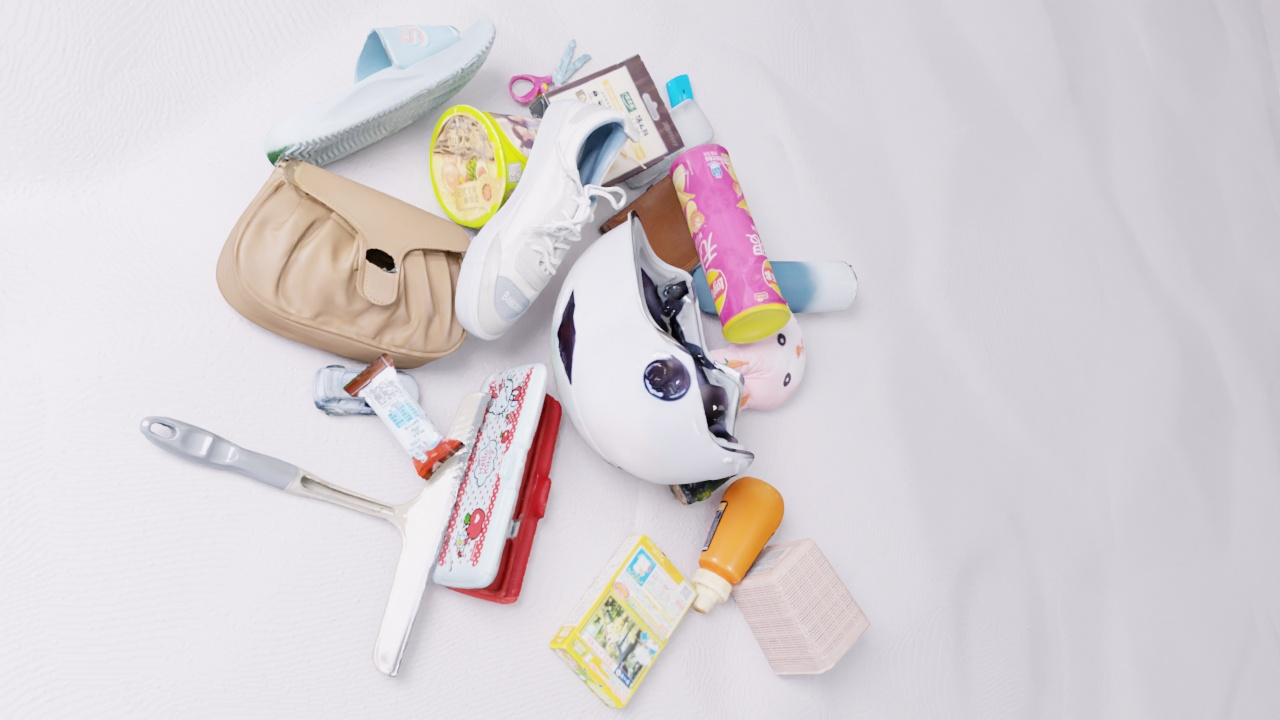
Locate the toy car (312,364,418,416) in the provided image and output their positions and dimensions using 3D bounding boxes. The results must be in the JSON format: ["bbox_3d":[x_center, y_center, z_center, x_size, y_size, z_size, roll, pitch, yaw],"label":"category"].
[{"bbox_3d":[-0.233,0.026,0.784,0.090,0.034,0.043,8,68,-35],"label":"toy car"}]

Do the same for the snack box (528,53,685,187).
[{"bbox_3d":[-0.035,-0.244,0.968,0.125,0.053,0.113,-32,100,-29],"label":"snack box"}]

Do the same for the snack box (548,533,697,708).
[{"bbox_3d":[-0.013,0.246,0.874,0.087,0.034,0.140,49,53,-13],"label":"snack box"}]

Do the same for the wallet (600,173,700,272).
[{"bbox_3d":[0.025,-0.141,1.017,0.101,0.032,0.124,52,54,-8],"label":"wallet"}]

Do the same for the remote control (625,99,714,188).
[{"bbox_3d":[0.025,-0.247,1.043,0.135,0.020,0.056,-38,100,-26],"label":"remote control"}]

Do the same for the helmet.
[{"bbox_3d":[-0.005,0.005,0.861,0.259,0.146,0.228,58,14,-23],"label":"helmet"}]

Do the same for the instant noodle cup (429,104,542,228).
[{"bbox_3d":[-0.121,-0.189,0.886,0.123,0.112,0.111,-16,86,-45],"label":"instant noodle cup"}]

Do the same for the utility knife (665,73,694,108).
[{"bbox_3d":[0.061,-0.263,1.085,0.034,0.018,0.159,-9,83,-37],"label":"utility knife"}]

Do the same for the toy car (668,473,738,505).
[{"bbox_3d":[0.068,0.116,0.967,0.090,0.035,0.042,-30,95,-38],"label":"toy car"}]

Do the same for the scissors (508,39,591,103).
[{"bbox_3d":[-0.084,-0.298,0.997,0.083,0.017,0.137,50,51,-11],"label":"scissors"}]

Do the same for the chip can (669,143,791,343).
[{"bbox_3d":[0.091,-0.126,0.968,0.071,0.072,0.210,1,60,-35],"label":"chip can"}]

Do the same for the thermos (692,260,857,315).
[{"bbox_3d":[0.157,-0.087,1.072,0.220,0.070,0.070,-4,78,-35],"label":"thermos"}]

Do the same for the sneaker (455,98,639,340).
[{"bbox_3d":[-0.074,-0.121,0.812,0.089,0.091,0.242,44,67,-56],"label":"sneaker"}]

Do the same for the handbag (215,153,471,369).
[{"bbox_3d":[-0.235,-0.078,0.770,0.204,0.100,0.147,19,68,-36],"label":"handbag"}]

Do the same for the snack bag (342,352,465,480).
[{"bbox_3d":[-0.192,0.047,0.750,0.048,0.026,0.104,-41,101,-7],"label":"snack bag"}]

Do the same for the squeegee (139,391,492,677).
[{"bbox_3d":[-0.271,0.097,0.732,0.246,0.039,0.246,25,68,-25],"label":"squeegee"}]

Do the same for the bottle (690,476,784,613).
[{"bbox_3d":[0.094,0.194,0.949,0.067,0.067,0.149,41,64,-18],"label":"bottle"}]

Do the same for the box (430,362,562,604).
[{"bbox_3d":[-0.112,0.106,0.803,0.095,0.102,0.201,24,64,-27],"label":"box"}]

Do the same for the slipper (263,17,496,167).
[{"bbox_3d":[-0.236,-0.248,0.824,0.244,0.104,0.074,-40,98,-30],"label":"slipper"}]

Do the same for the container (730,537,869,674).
[{"bbox_3d":[0.162,0.255,0.960,0.089,0.090,0.111,-34,93,-37],"label":"container"}]

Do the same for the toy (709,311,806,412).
[{"bbox_3d":[0.127,0.008,1.021,0.159,0.054,0.121,-30,121,-29],"label":"toy"}]
